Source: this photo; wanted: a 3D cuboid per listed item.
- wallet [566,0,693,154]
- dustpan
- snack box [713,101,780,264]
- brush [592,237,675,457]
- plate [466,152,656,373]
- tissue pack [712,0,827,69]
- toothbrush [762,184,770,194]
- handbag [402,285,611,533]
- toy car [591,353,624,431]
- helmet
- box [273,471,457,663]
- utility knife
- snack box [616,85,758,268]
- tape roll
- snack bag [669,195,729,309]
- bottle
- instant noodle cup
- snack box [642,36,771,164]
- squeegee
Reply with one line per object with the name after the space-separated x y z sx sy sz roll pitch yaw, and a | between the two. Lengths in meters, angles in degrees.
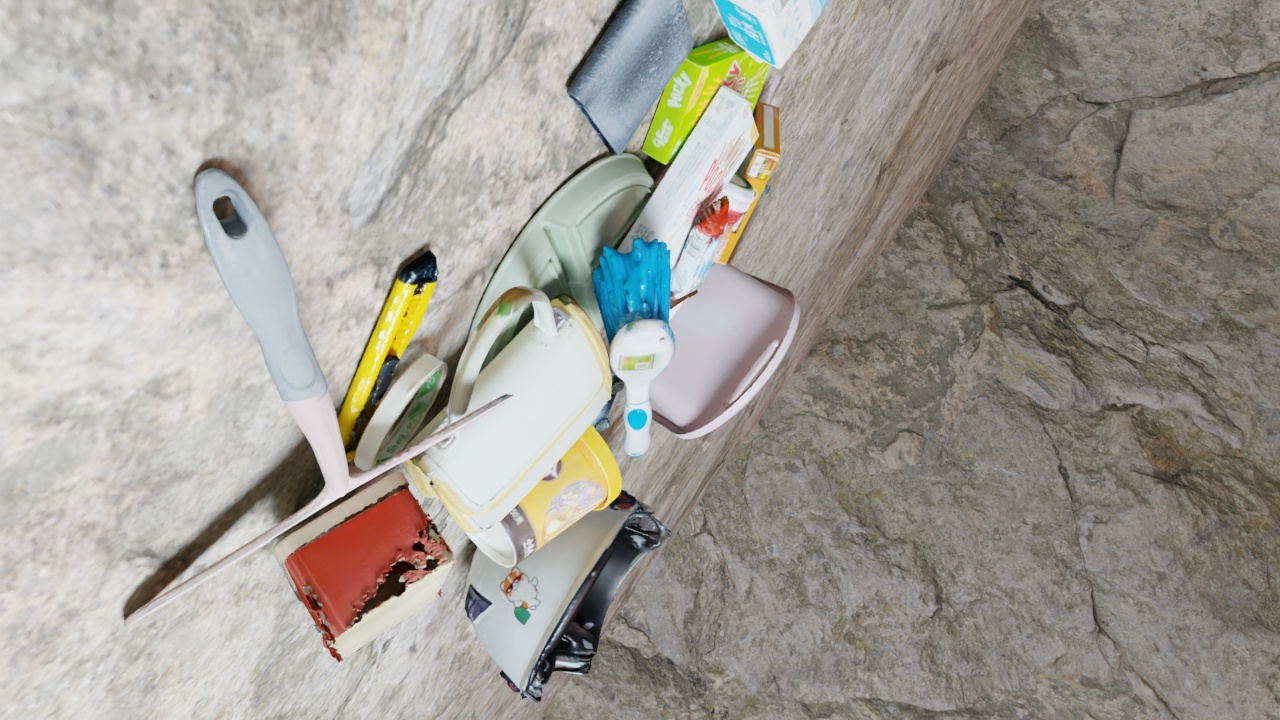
-0.004 -0.194 0.607 0.097 0.019 0.121 -55 168 3 | wallet
0.090 -0.001 1.072 0.222 0.139 0.273 -52 169 2 | dustpan
0.099 -0.172 0.906 0.154 0.026 0.075 114 -14 -52 | snack box
-0.005 0.005 0.773 0.315 0.060 0.109 100 -17 -75 | brush
-0.055 -0.057 0.728 0.229 0.027 0.230 -51 165 -20 | plate
0.094 -0.276 0.649 0.090 0.063 0.140 -56 165 6 | tissue pack
0.124 -0.208 1.012 0.016 0.018 0.191 -59 166 6 | toothbrush
-0.091 0.029 0.639 0.163 0.063 0.179 -48 159 -19 | handbag
-0.046 0.035 0.948 0.034 0.043 0.091 -10 136 -34 | toy car
-0.094 0.217 0.959 0.230 0.157 0.274 -60 163 2 | helmet
-0.169 0.143 0.588 0.091 0.080 0.169 -32 170 -25 | box
-0.163 0.019 0.556 0.196 0.015 0.033 -61 164 23 | utility knife
0.040 -0.138 0.750 0.157 0.027 0.084 -56 167 4 | snack box
-0.153 0.035 0.590 0.086 0.014 0.086 -59 179 -2 | tape roll
0.049 -0.089 0.778 0.048 0.026 0.104 -35 158 -40 | snack bag
0.030 -0.093 0.863 0.197 0.068 0.068 -58 167 25 | bottle
-0.098 0.107 0.795 0.114 0.118 0.119 -38 159 -31 | instant noodle cup
0.062 -0.220 0.751 0.156 0.026 0.086 -39 158 -50 | snack box
-0.163 0.015 0.439 0.247 0.040 0.250 -31 149 -25 | squeegee
